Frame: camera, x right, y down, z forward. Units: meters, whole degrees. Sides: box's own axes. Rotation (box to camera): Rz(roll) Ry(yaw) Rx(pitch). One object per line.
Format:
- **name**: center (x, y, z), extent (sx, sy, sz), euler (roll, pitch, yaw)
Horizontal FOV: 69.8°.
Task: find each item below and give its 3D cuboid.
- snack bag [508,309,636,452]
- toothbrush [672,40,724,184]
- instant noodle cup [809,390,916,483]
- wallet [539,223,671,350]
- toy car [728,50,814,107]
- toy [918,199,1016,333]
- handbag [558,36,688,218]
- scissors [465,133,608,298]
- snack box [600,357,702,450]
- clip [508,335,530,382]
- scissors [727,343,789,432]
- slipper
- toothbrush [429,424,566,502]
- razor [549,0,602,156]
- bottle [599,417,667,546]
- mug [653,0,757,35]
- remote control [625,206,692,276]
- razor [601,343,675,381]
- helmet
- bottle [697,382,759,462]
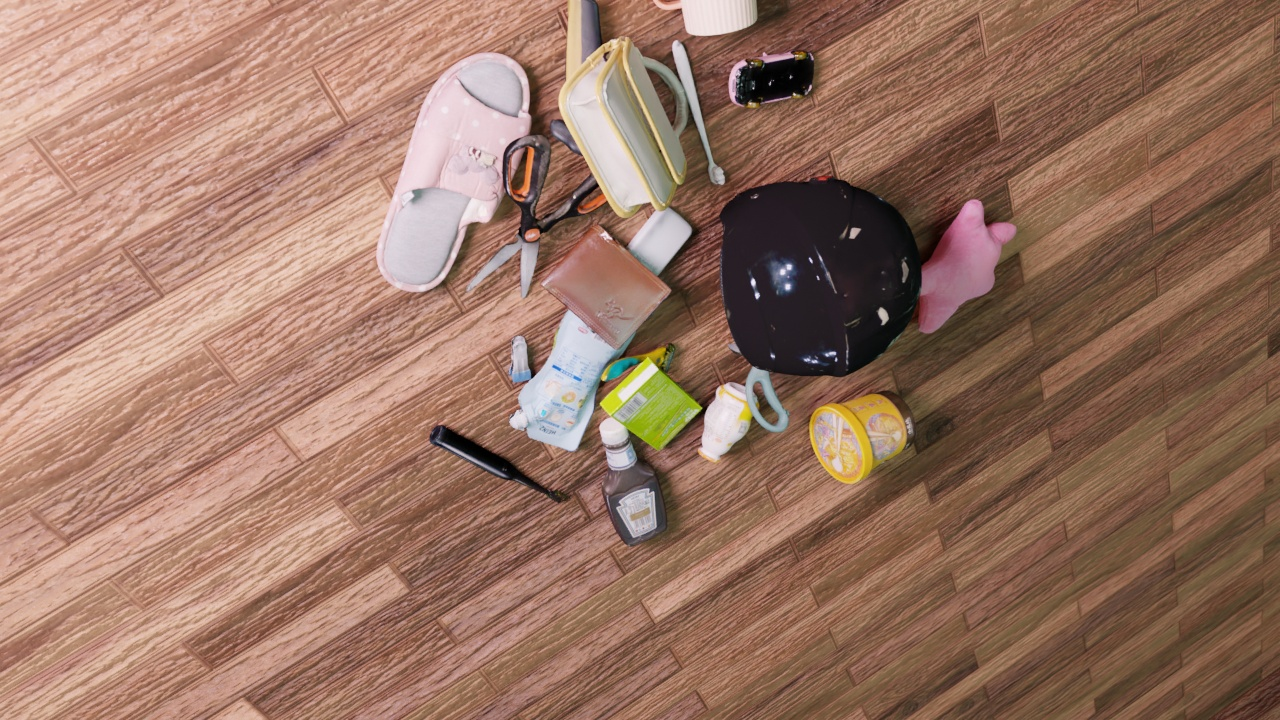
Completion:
- **snack bag**: center (-0.084, 0.021, 1.144), extent (0.110, 0.039, 0.191), euler (19, 105, -43)
- **toothbrush**: center (0.068, -0.285, 1.068), extent (0.016, 0.016, 0.180), euler (-35, 125, -19)
- **instant noodle cup**: center (0.327, 0.105, 1.339), extent (0.114, 0.118, 0.119), euler (-20, 123, -25)
- **wallet**: center (-0.041, -0.086, 1.083), extent (0.124, 0.032, 0.101), euler (41, 90, -9)
- **toy car**: center (0.152, -0.330, 1.073), extent (0.122, 0.037, 0.056), euler (-19, 126, -30)
- **toy**: center (0.452, -0.122, 1.300), extent (0.178, 0.074, 0.195), euler (21, 109, -42)
- **handbag**: center (0.005, -0.263, 0.979), extent (0.163, 0.063, 0.178), euler (59, 45, -36)
- **scissors**: center (-0.106, -0.157, 1.009), extent (0.227, 0.021, 0.221), euler (-24, 144, -10)
- **snack box**: center (0.017, 0.059, 1.187), extent (0.086, 0.026, 0.156), euler (-45, 147, 3)
- **clip**: center (-0.148, -0.002, 1.117), extent (0.025, 0.036, 0.058), euler (-10, 122, -18)
- **scissors**: center (0.200, 0.005, 1.243), extent (0.169, 0.019, 0.171), euler (-15, 90, -24)
- **slipper**: center (-0.198, -0.193, 0.970), extent (0.114, 0.054, 0.275), euler (21, 106, -32)
- **toothbrush**: center (-0.176, 0.138, 1.171), extent (0.027, 0.026, 0.212), euler (-25, 135, 37)
- **razor**: center (-0.065, -0.304, 0.980), extent (0.067, 0.062, 0.168), euler (4, 112, 8)
- **bottle**: center (-0.016, 0.164, 1.250), extent (0.079, 0.044, 0.195), euler (-23, 122, -13)
- **mug**: center (0.064, -0.406, 0.971), extent (0.114, 0.081, 0.106), euler (-7, 123, 9)
- **remote control**: center (0.004, -0.124, 1.121), extent (0.056, 0.020, 0.136), euler (35, 98, -34)
- **razor**: center (-0.007, 0.007, 1.156), extent (0.132, 0.028, 0.043), euler (-17, 136, -47)
- **helmet**: center (0.223, -0.099, 1.101), extent (0.274, 0.230, 0.234), euler (-32, 118, -26)
- **bottle**: center (0.116, 0.086, 1.257), extent (0.063, 0.063, 0.108), euler (16, 108, -31)
